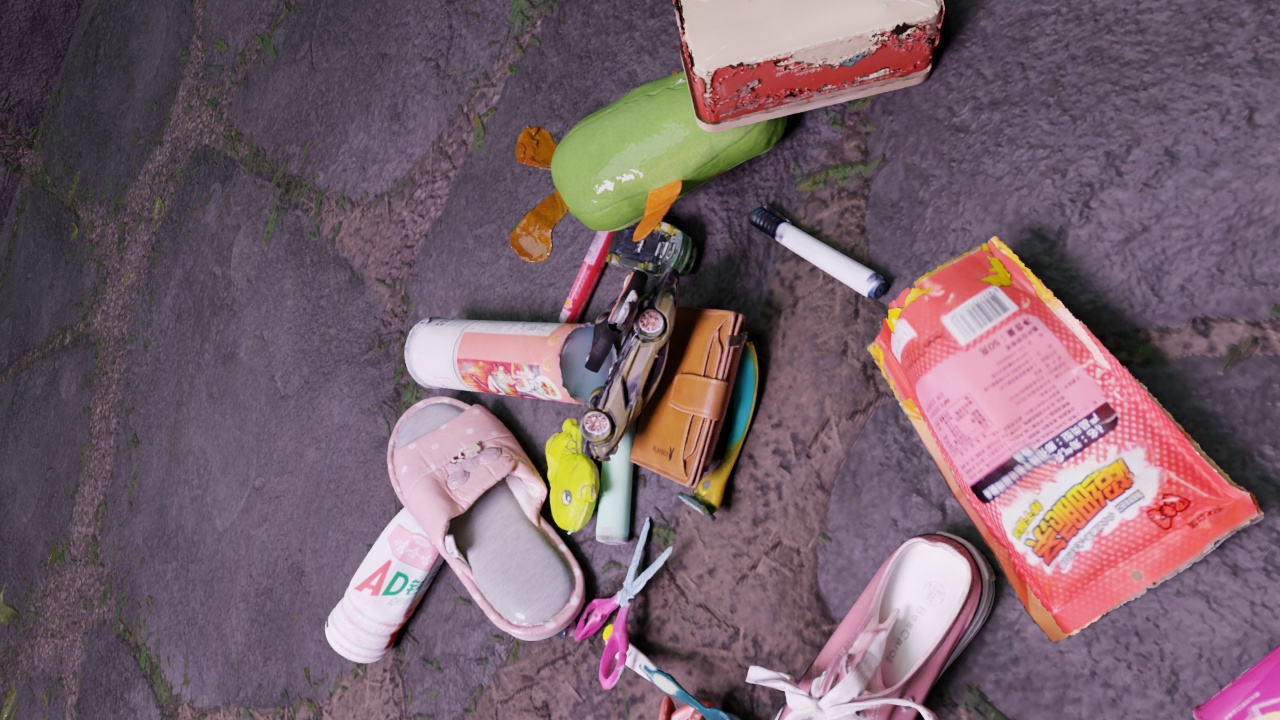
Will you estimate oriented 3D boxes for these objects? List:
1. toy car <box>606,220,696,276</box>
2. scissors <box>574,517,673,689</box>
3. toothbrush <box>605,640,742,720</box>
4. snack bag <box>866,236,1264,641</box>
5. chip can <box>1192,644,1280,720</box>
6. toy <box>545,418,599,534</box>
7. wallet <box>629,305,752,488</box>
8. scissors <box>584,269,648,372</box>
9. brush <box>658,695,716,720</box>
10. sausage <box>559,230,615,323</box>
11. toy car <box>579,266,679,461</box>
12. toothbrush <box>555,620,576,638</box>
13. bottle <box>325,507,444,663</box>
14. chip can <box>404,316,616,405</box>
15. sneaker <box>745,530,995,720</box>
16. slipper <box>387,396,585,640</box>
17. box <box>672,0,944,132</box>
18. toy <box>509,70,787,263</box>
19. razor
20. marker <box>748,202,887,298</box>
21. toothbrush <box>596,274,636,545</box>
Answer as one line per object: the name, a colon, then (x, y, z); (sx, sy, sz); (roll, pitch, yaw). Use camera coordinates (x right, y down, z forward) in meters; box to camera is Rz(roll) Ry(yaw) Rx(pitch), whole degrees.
toy car: (0.008, -0.092, 0.757); (0.091, 0.036, 0.043); (21, 92, 47)
scissors: (-0.016, 0.186, 0.714); (0.126, 0.017, 0.133); (-20, 48, 59)
toothbrush: (0.019, 0.226, 0.650); (0.192, 0.018, 0.016); (5, 80, 63)
snack bag: (0.223, 0.038, 0.524); (0.129, 0.073, 0.207); (-46, 59, 29)
chip can: (0.344, 0.113, 0.388); (0.211, 0.071, 0.071); (-52, 52, 20)
toy: (-0.057, 0.098, 0.761); (0.097, 0.031, 0.100); (133, 139, -54)
wallet: (0.039, 0.025, 0.688); (0.119, 0.035, 0.130); (11, 86, 68)
scissors: (-0.010, -0.047, 0.647); (0.136, 0.021, 0.235); (-64, 4, -23)
brush: (0.030, 0.306, 0.624); (0.069, 0.063, 0.145); (5, 82, 29)
sausage: (-0.037, -0.094, 0.810); (0.020, 0.020, 0.156); (34, 103, 41)
toy car: (-0.004, 0.004, 0.686); (0.070, 0.042, 0.158); (-78, 13, -73)
toothbrush: (-0.104, 0.175, 0.808); (0.181, 0.018, 0.016); (46, 116, 40)
bottle: (-0.229, 0.195, 0.879); (0.068, 0.068, 0.197); (42, 105, 39)
chip can: (-0.121, -0.003, 0.827); (0.215, 0.071, 0.071); (3, 82, 42)
sneaker: (0.123, 0.207, 0.549); (0.118, 0.087, 0.241); (36, 104, 41)
slipper: (-0.140, 0.122, 0.796); (0.114, 0.054, 0.274); (-28, 54, -17)
box: (0.111, -0.226, 0.620); (0.168, 0.079, 0.091); (-13, 67, 5)
toy: (0.005, -0.166, 0.724); (0.247, 0.090, 0.226); (-17, 45, 23)
razor: (0.065, 0.051, 0.678); (0.043, 0.028, 0.132); (22, 95, 69)
marker: (0.127, -0.081, 0.664); (0.131, 0.018, 0.022); (40, 97, 40)
toothbrush: (-0.016, 0.038, 0.754); (0.027, 0.026, 0.224); (144, 131, -75)
